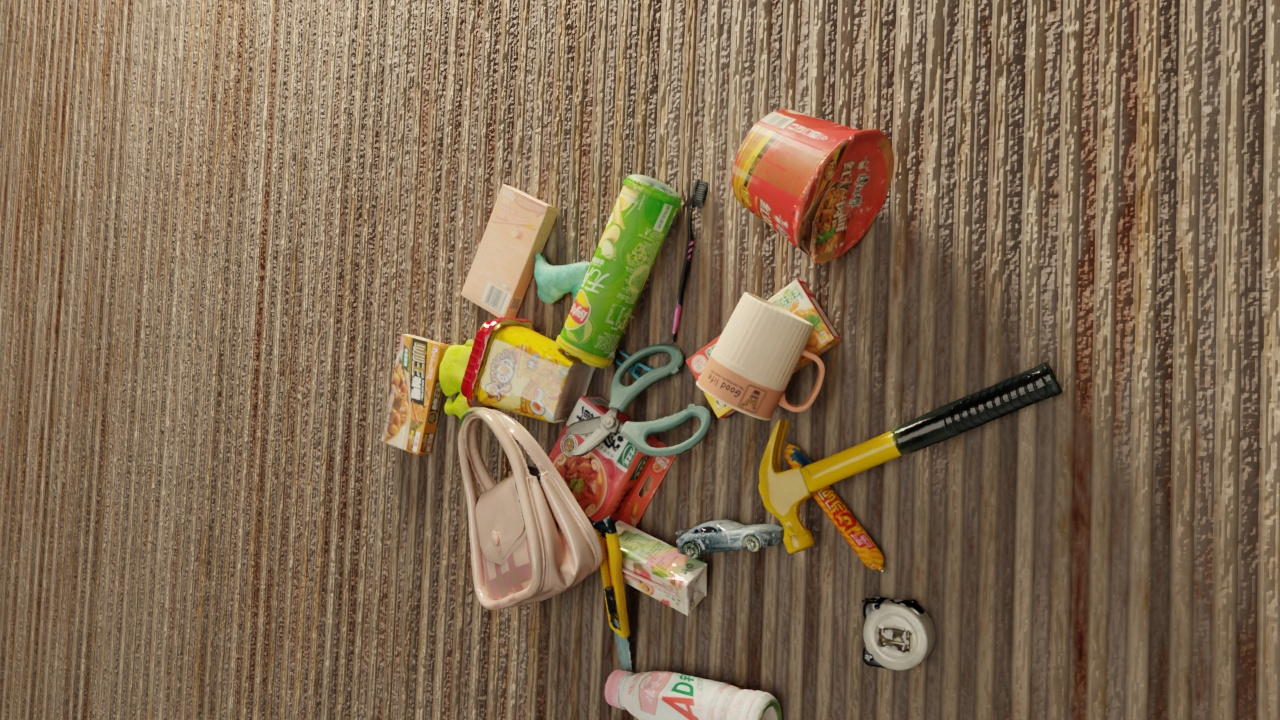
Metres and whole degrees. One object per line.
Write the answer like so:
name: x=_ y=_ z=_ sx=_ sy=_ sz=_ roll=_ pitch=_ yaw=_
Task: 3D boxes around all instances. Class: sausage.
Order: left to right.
sausage: x=0.195 y=0.147 z=0.935 sx=0.021 sy=0.021 sz=0.165 roll=-46 pitch=65 yaw=21

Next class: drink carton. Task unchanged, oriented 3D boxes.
drink carton: x=0.012 y=0.231 z=1.020 sx=0.123 sy=0.045 sz=0.054 roll=21 pitch=130 yaw=30

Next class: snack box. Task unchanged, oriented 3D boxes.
snack box: x=-0.306 y=0.046 z=1.250 sx=0.075 sy=0.026 sz=0.154 roll=14 pitch=94 yaw=31
snack box: x=-0.169 y=-0.138 z=1.177 sx=0.084 sy=0.026 sz=0.157 roll=30 pitch=102 yaw=30
snack box: x=-0.040 y=0.121 z=1.069 sx=0.127 sy=0.044 sz=0.113 roll=35 pitch=105 yaw=28
snack box: x=0.129 y=-0.010 z=0.983 sx=0.156 sy=0.027 sz=0.077 roll=-37 pitch=69 yaw=24

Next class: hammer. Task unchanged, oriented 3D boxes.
hammer: x=0.249 y=0.077 z=0.884 sx=0.301 sy=0.032 sz=0.128 roll=-27 pitch=72 yaw=22

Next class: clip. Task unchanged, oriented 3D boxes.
clip: x=-0.008 y=0.008 z=1.075 sx=0.057 sy=0.014 sz=0.047 roll=37 pitch=106 yaw=30

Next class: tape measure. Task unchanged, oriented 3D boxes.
tape measure: x=0.249 y=0.264 z=0.887 sx=0.066 sy=0.033 sz=0.065 roll=-4 pitch=86 yaw=32

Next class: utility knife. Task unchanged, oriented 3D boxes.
utility knife: x=-0.027 y=0.271 z=1.026 sx=0.033 sy=0.015 sz=0.216 roll=9 pitch=114 yaw=41

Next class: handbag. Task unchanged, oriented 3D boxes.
handbag: x=-0.150 y=0.163 z=1.056 sx=0.194 sy=0.093 sz=0.234 roll=-34 pitch=75 yaw=54

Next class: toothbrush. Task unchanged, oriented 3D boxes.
toothbrush: x=0.055 y=-0.112 z=1.045 sx=0.018 sy=0.014 sz=0.189 roll=10 pitch=93 yaw=21

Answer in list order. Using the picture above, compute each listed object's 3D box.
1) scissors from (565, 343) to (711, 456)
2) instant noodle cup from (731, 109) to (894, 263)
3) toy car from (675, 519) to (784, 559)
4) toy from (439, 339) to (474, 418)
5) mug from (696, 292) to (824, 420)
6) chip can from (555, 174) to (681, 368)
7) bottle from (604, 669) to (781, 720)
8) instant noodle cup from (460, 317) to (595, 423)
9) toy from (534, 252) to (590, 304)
scissors: x=-0.008 y=0.044 z=1.037 sx=0.177 sy=0.019 sz=0.170 roll=-8 pitch=64 yaw=15
instant noodle cup: x=0.167 y=-0.183 z=0.915 sx=0.108 sy=0.137 sz=0.138 roll=39 pitch=107 yaw=37
toy car: x=0.095 y=0.187 z=0.975 sx=0.121 sy=0.054 sz=0.036 roll=-10 pitch=83 yaw=31
toy: x=-0.234 y=0.026 z=1.204 sx=0.097 sy=0.031 sz=0.100 roll=-45 pitch=69 yaw=19
mug: x=0.130 y=0.002 z=0.925 sx=0.114 sy=0.081 sz=0.106 roll=26 pitch=100 yaw=2
chip can: x=-0.024 y=-0.104 z=1.058 sx=0.072 sy=0.072 sz=0.221 roll=31 pitch=103 yaw=30
bottle: x=0.050 y=0.372 z=0.985 sx=0.197 sy=0.068 sz=0.068 roll=1 pitch=87 yaw=34
instant noodle cup: x=-0.131 y=0.018 z=1.101 sx=0.124 sy=0.116 sz=0.116 roll=21 pitch=97 yaw=19
toy: x=-0.092 y=-0.092 z=1.125 sx=0.092 sy=0.030 sz=0.096 roll=-7 pitch=89 yaw=34
